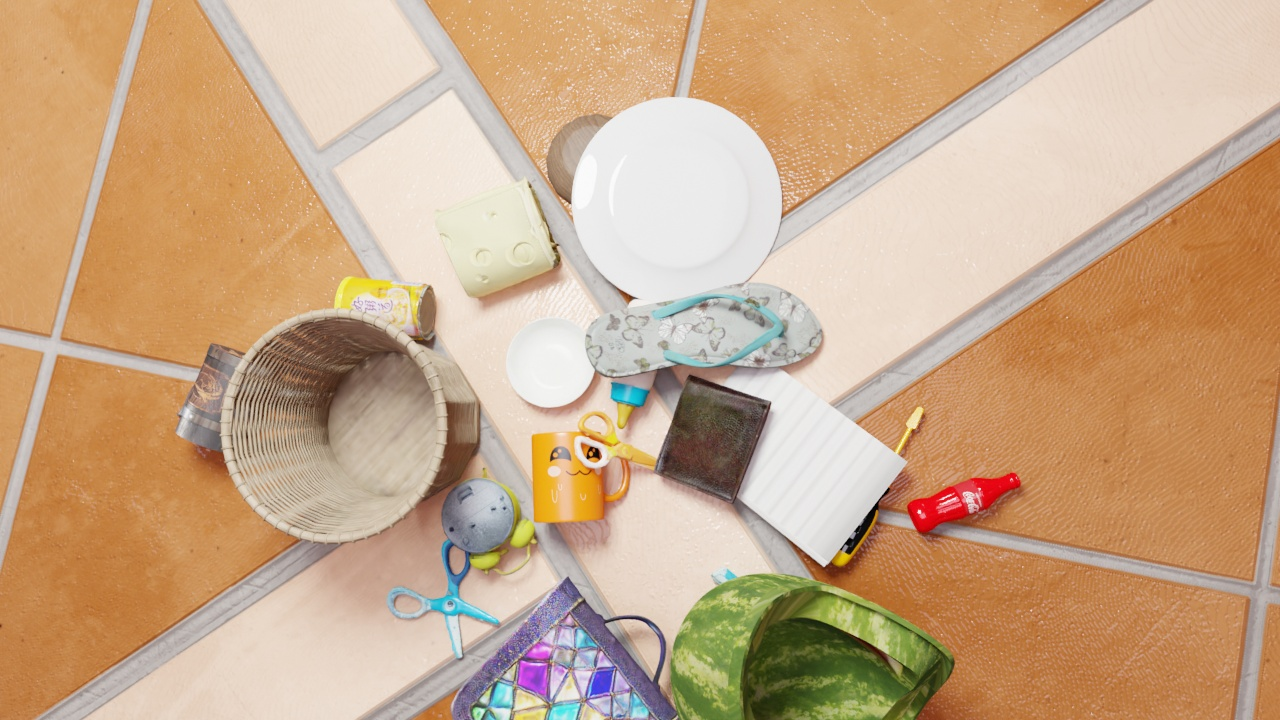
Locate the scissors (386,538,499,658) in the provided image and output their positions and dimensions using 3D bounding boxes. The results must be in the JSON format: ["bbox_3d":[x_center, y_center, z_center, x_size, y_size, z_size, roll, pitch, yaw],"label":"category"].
[{"bbox_3d":[-0.218,0.265,1.044,0.134,0.011,0.137,18,84,10],"label":"scissors"}]

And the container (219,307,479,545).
[{"bbox_3d":[-0.288,0.068,0.975,0.227,0.196,0.227,0,87,6],"label":"container"}]

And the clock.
[{"bbox_3d":[-0.169,0.184,1.025,0.083,0.057,0.119,-33,80,0],"label":"clock"}]

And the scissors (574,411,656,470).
[{"bbox_3d":[-0.020,0.101,1.005,0.128,0.013,0.064,29,66,-32],"label":"scissors"}]

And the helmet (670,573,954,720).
[{"bbox_3d":[0.147,0.320,0.884,0.247,0.244,0.212,25,64,11],"label":"helmet"}]

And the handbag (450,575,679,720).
[{"bbox_3d":[-0.066,0.351,0.954,0.221,0.126,0.205,-38,80,-19],"label":"handbag"}]

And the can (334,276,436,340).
[{"bbox_3d":[-0.294,-0.060,1.063,0.105,0.067,0.067,5,83,6],"label":"can"}]

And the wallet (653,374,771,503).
[{"bbox_3d":[0.079,0.086,1.011,0.099,0.031,0.120,19,84,19],"label":"wallet"}]

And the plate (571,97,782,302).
[{"bbox_3d":[0.043,-0.183,1.049,0.242,0.016,0.242,0,87,-2],"label":"plate"}]

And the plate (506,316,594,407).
[{"bbox_3d":[-0.101,0.003,1.056,0.104,0.026,0.104,-1,83,7],"label":"plate"}]

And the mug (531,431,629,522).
[{"bbox_3d":[-0.064,0.129,1.019,0.112,0.078,0.096,1,82,-25],"label":"mug"}]

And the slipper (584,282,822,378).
[{"bbox_3d":[0.073,-0.038,0.996,0.268,0.055,0.098,-5,78,-11],"label":"slipper"}]

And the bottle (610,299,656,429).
[{"bbox_3d":[-0.006,0.006,1.033,0.051,0.051,0.146,13,85,7],"label":"bottle"}]

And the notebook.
[{"bbox_3d":[0.161,0.103,1.008,0.210,0.009,0.142,38,88,18],"label":"notebook"}]

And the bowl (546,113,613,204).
[{"bbox_3d":[-0.056,-0.238,1.078,0.118,0.030,0.117,-1,83,6],"label":"bowl"}]

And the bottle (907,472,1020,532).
[{"bbox_3d":[0.349,0.149,0.985,0.119,0.036,0.036,-22,81,3],"label":"bottle"}]

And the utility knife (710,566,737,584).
[{"bbox_3d":[0.153,0.288,1.001,0.181,0.015,0.022,38,117,7],"label":"utility knife"}]

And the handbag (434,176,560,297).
[{"bbox_3d":[-0.160,-0.141,1.053,0.119,0.081,0.111,-21,94,0],"label":"handbag"}]

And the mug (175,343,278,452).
[{"bbox_3d":[-0.493,0.040,1.075,0.116,0.080,0.107,21,86,36],"label":"mug"}]

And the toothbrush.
[{"bbox_3d":[0.260,0.137,1.000,0.031,0.031,0.196,27,83,34],"label":"toothbrush"}]
